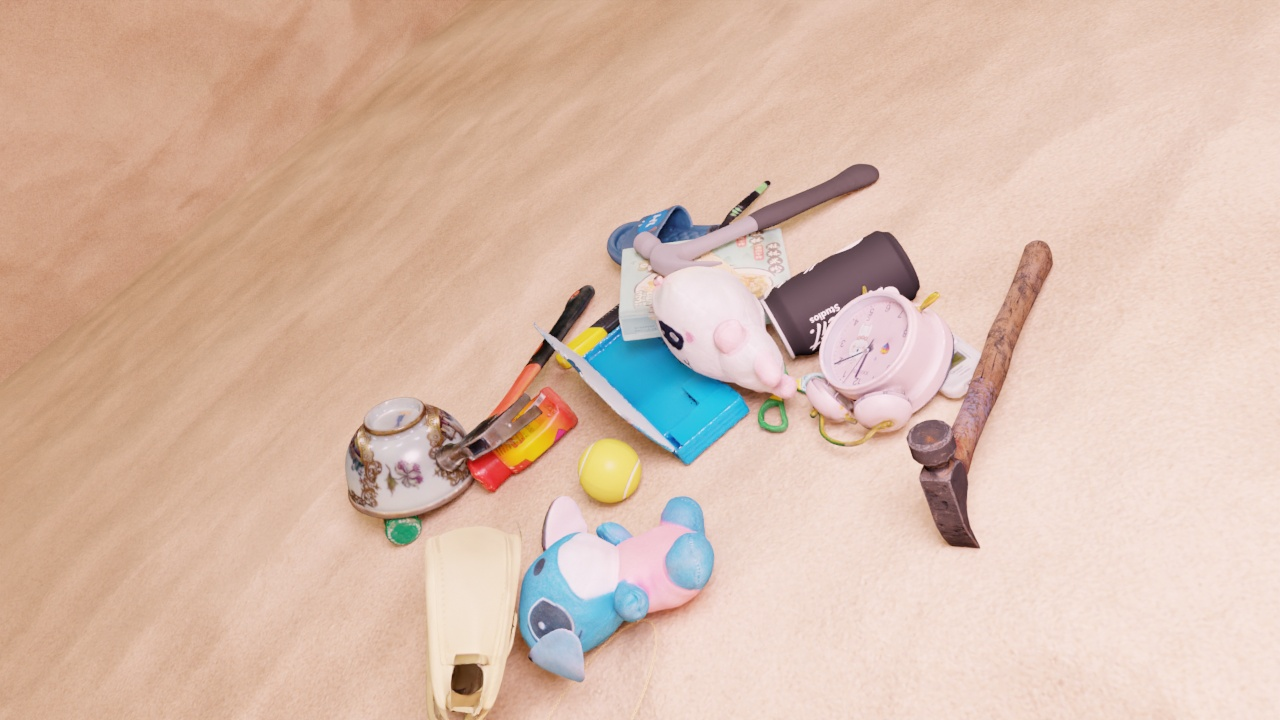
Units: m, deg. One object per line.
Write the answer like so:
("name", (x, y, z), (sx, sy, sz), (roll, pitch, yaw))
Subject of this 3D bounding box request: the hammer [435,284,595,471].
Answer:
("hammer", (-0.128, 0.003, 1.121), (0.133, 0.033, 0.332), (-29, 21, 34))

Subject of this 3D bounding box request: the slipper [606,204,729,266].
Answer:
("slipper", (0.039, -0.158, 1.193), (0.214, 0.059, 0.103), (10, 48, 40))

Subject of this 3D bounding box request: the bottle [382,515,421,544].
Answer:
("bottle", (-0.291, 0.173, 1.101), (0.042, 0.043, 0.110), (-37, 35, -2))

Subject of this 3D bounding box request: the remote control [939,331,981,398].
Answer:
("remote control", (0.274, -0.010, 0.867), (0.050, 0.022, 0.133), (-34, 35, 0))

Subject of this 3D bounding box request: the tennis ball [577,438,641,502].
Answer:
("tennis ball", (-0.032, 0.113, 0.938), (0.065, 0.065, 0.065), (-22, 37, 18))

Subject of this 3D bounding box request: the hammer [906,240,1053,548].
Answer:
("hammer", (0.304, 0.007, 0.783), (0.033, 0.120, 0.329), (1, 39, 39))

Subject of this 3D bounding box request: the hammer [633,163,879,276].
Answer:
("hammer", (0.152, -0.167, 1.074), (0.310, 0.029, 0.125), (-25, 38, -17))

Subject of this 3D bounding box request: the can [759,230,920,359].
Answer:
("can", (0.203, -0.067, 0.939), (0.146, 0.080, 0.080), (-29, 36, 7))

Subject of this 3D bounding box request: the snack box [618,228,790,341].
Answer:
("snack box", (0.074, -0.088, 1.056), (0.194, 0.044, 0.141), (-7, 38, 7))

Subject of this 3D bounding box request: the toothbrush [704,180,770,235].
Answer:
("toothbrush", (0.126, -0.194, 1.167), (0.014, 0.017, 0.187), (32, 46, 13))

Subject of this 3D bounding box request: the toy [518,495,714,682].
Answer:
("toy", (-0.024, 0.187, 0.826), (0.191, 0.099, 0.223), (-25, 21, 6))

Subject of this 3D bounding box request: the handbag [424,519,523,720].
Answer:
("handbag", (-0.146, 0.228, 0.803), (0.088, 0.233, 0.190), (3, 66, -12))

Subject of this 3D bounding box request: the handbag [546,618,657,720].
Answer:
("handbag", (-0.038, 0.296, 0.776), (0.084, 0.027, 0.177), (0, 43, 41))

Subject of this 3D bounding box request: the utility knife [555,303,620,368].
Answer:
("utility knife", (-0.036, -0.051, 1.172), (0.174, 0.020, 0.029), (-40, 37, -5))

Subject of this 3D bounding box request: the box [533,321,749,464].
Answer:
("box", (-0.007, 0.006, 1.000), (0.114, 0.114, 0.243), (-40, 36, -6))

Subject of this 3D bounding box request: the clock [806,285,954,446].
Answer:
("clock", (0.214, 0.008, 0.845), (0.117, 0.058, 0.158), (15, 77, 57))

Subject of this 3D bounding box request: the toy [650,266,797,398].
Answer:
("toy", (0.088, -0.023, 0.917), (0.101, 0.139, 0.179), (-42, 51, -1))

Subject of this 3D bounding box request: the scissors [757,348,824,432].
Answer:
("scissors", (0.153, 0.021, 0.941), (0.112, 0.012, 0.130), (-19, 37, 18))

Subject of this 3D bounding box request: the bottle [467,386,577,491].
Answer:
("bottle", (-0.139, 0.093, 1.063), (0.134, 0.048, 0.071), (-41, 34, -9))

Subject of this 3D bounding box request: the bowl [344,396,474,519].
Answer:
("bowl", (-0.279, 0.101, 1.086), (0.160, 0.094, 0.159), (-7, 30, 4))
